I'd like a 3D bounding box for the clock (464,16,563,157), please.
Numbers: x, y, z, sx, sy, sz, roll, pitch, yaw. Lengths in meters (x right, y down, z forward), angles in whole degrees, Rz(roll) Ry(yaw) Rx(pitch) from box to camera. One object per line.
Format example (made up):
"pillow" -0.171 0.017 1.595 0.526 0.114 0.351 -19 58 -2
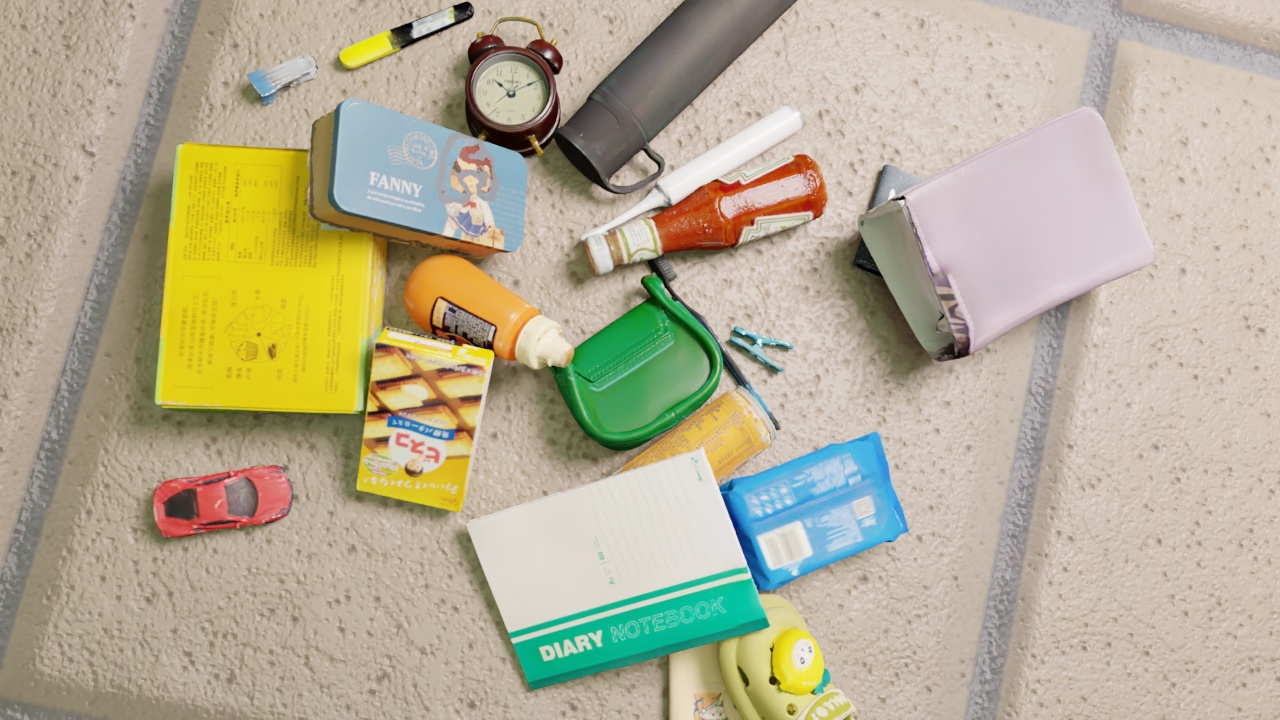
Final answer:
"clock" -0.107 -0.230 0.774 0.082 0.055 0.122 5 83 -4

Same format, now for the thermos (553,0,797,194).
"thermos" 0.039 -0.246 0.785 0.242 0.068 0.090 -46 106 -5

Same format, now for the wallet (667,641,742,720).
"wallet" 0.066 0.283 0.756 0.087 0.024 0.115 1 82 -8

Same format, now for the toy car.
"toy car" -0.336 0.113 0.739 0.106 0.031 0.049 -8 86 -7

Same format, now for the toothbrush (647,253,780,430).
"toothbrush" 0.065 -0.018 0.788 0.016 0.014 0.189 -36 88 -23

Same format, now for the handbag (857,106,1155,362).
"handbag" 0.300 -0.101 0.756 0.196 0.098 0.145 -26 88 -12

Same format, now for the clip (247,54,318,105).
"clip" -0.302 -0.242 0.780 0.058 0.045 0.027 -33 87 -12

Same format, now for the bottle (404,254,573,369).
"bottle" -0.117 -0.032 0.730 0.149 0.067 0.066 27 83 22

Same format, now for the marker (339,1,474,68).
"marker" -0.201 -0.282 0.794 0.124 0.015 0.018 -26 88 -9

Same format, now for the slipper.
"slipper" 0.134 0.275 0.725 0.091 0.082 0.190 -24 94 -39

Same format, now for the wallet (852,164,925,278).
"wallet" 0.256 -0.109 0.809 0.121 0.019 0.097 20 83 -5

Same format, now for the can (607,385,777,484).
"can" 0.039 0.084 0.755 0.146 0.058 0.058 -35 88 -7

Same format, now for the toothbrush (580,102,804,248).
"toothbrush" 0.044 -0.157 0.792 0.221 0.027 0.026 -32 113 -7

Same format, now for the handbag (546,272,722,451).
"handbag" -0.004 0.004 0.753 0.131 0.068 0.120 -35 83 -6

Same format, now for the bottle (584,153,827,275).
"bottle" 0.054 -0.118 0.771 0.206 0.060 0.059 -19 86 -8

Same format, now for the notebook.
"notebook" -0.021 0.167 0.721 0.209 0.012 0.150 -20 94 17

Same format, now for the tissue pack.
"tissue pack" 0.139 0.125 0.761 0.157 0.052 0.095 -20 89 -6

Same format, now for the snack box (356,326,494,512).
"snack box" -0.171 0.049 0.723 0.087 0.033 0.141 14 118 -4

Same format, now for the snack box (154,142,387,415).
"snack box" -0.290 -0.061 0.738 0.157 0.070 0.210 2 85 -4

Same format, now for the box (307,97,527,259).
"box" -0.175 -0.136 0.709 0.184 0.060 0.089 6 83 -47

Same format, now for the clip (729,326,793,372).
"clip" 0.103 -0.013 0.791 0.056 0.014 0.039 27 83 -3
